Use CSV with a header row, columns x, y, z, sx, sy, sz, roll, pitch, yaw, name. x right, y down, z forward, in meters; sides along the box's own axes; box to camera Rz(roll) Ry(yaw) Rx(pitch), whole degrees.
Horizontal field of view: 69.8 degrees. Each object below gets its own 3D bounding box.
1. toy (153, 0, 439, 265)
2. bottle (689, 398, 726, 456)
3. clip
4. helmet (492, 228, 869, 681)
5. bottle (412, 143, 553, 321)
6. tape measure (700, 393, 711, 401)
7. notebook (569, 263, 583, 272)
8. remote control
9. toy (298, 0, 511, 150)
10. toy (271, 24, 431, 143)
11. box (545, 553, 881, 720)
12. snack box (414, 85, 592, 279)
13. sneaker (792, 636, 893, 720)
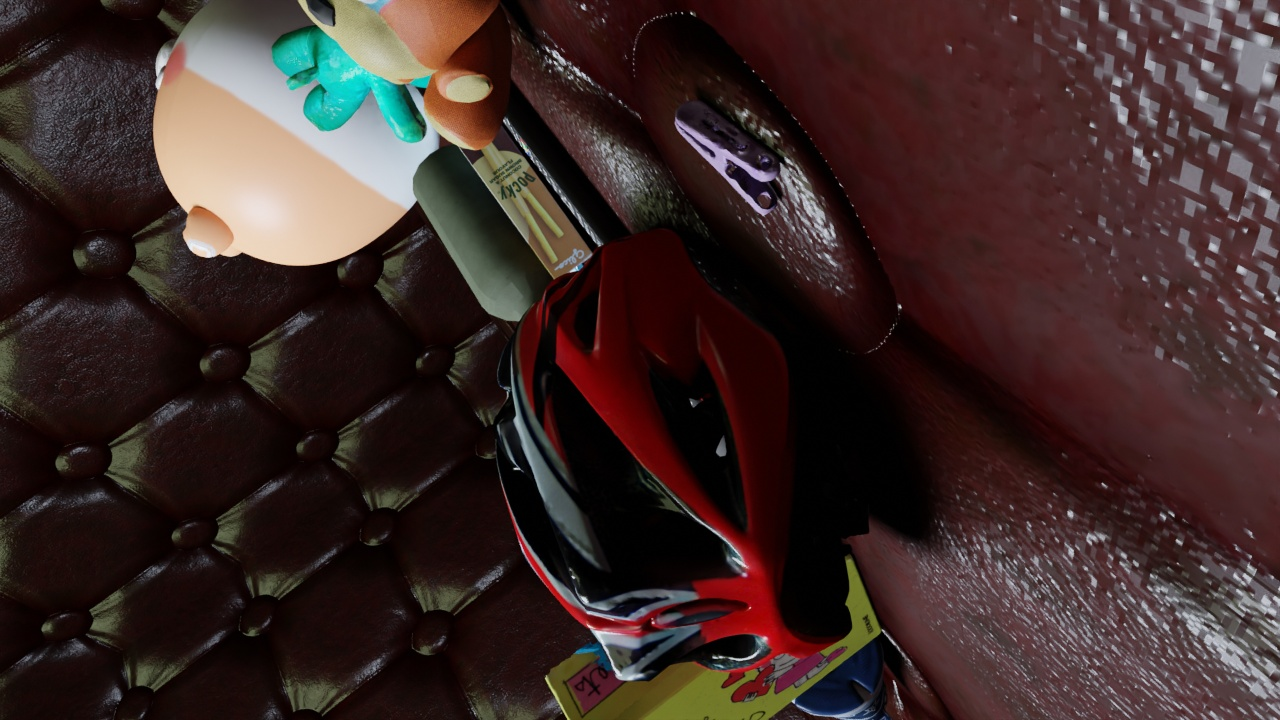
x,y,z,sx,sy,sz,roll,pitch,yaw,name
-0.343,-0.221,0.899,0.265,0.280,0.263,35,177,-16,toy
0.040,0.030,0.644,0.113,0.030,0.030,53,172,3,bottle
0.033,-0.073,0.318,0.051,0.014,0.045,52,172,-6,clip
0.010,0.047,0.489,0.271,0.167,0.218,-120,9,-61,helmet
-0.114,-0.086,0.750,0.206,0.071,0.071,56,174,25,bottle
0.057,0.034,0.603,0.051,0.019,0.059,48,170,32,tape measure
-0.104,-0.134,0.843,0.253,0.009,0.181,57,170,-27,notebook
-0.049,-0.115,0.582,0.147,0.015,0.033,53,177,5,remote control
-0.107,-0.177,0.418,0.112,0.096,0.176,44,156,16,toy
-0.165,-0.195,0.557,0.194,0.072,0.131,-13,111,41,toy
0.055,0.210,0.653,0.080,0.220,0.124,45,166,45,box
-0.101,-0.143,0.655,0.186,0.031,0.101,54,-179,-8,snack box
0.125,0.229,0.811,0.132,0.103,0.269,51,172,-37,sneaker
